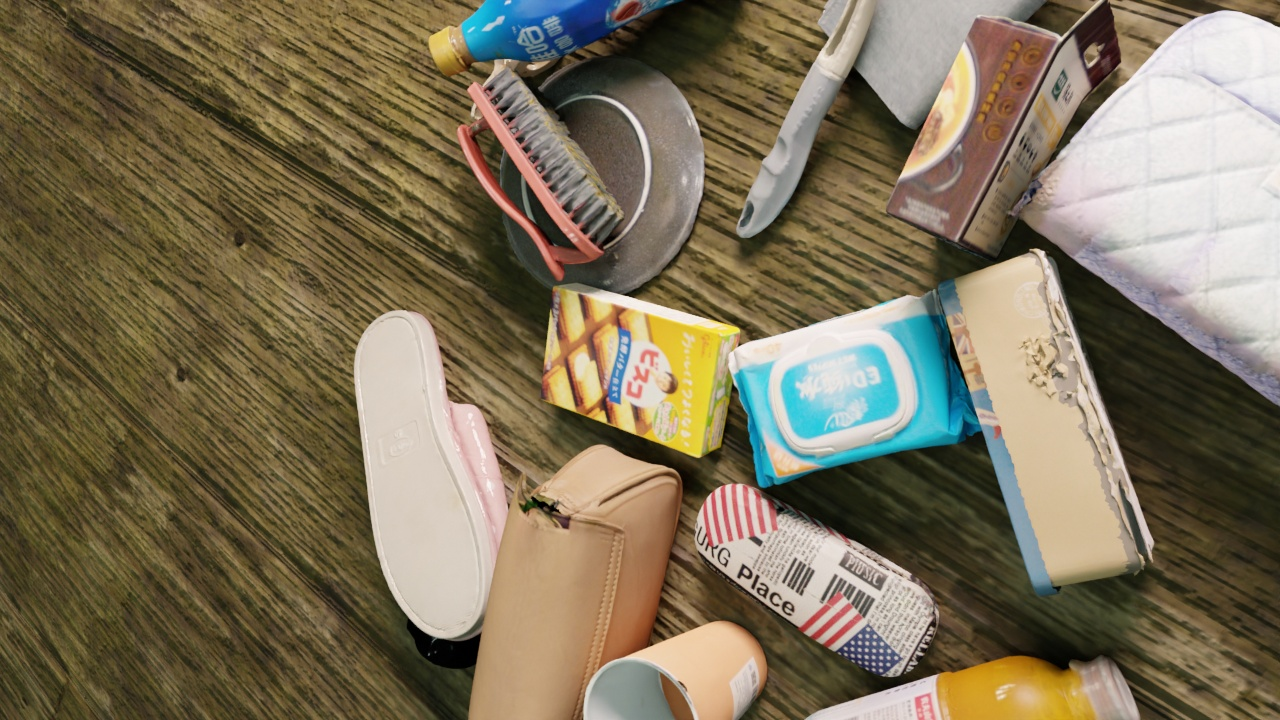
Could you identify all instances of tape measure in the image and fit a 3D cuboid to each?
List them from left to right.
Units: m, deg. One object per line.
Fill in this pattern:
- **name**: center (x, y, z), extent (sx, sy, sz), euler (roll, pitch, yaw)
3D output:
- **tape measure**: center (-0.147, 0.211, 0.717), extent (0.057, 0.057, 0.039), euler (31, 106, 50)

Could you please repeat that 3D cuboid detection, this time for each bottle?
- **bottle**: center (-0.040, -0.245, 0.611), extent (0.219, 0.065, 0.065), euler (-17, 82, 15)
- **bottle**: center (0.179, 0.213, 0.520), extent (0.190, 0.068, 0.068), euler (-30, 77, 27)

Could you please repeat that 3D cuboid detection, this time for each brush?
- **brush**: center (-0.070, -0.125, 0.635), extent (0.069, 0.063, 0.145), euler (-38, 74, 14)

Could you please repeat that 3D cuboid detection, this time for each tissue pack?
- **tissue pack**: center (0.124, 0.019, 0.550), extent (0.140, 0.063, 0.090), euler (-18, 82, 29)

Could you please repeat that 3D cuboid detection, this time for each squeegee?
- **squeegee**: center (0.111, -0.179, 0.543), extent (0.246, 0.039, 0.247), euler (57, 140, 42)

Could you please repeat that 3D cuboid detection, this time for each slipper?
- **slipper**: center (-0.164, 0.085, 0.725), extent (0.114, 0.054, 0.274), euler (-32, 65, 24)

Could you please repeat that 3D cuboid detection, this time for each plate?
- **plate**: center (-0.037, -0.133, 0.664), extent (0.180, 0.024, 0.179), euler (1, 92, 30)

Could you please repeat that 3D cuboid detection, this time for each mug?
- **mug**: center (0.030, 0.208, 0.576), extent (0.078, 0.122, 0.078), euler (1, 92, 31)

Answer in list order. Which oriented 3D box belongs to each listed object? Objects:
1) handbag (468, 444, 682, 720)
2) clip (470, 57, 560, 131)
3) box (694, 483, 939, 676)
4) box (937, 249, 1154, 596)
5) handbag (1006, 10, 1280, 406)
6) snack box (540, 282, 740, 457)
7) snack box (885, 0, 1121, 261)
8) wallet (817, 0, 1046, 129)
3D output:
- **handbag**: center (-0.047, 0.159, 0.606), extent (0.100, 0.147, 0.204), euler (15, 94, 27)
- **clip**: center (-0.102, -0.234, 0.695), extent (0.103, 0.034, 0.092), euler (-33, 79, 35)
- **box**: center (0.108, 0.134, 0.580), extent (0.164, 0.057, 0.071), euler (31, 123, 27)
- **box**: center (0.215, 0.036, 0.482), extent (0.060, 0.089, 0.184), euler (-18, 78, 28)
- **handbag**: center (0.296, -0.066, 0.429), extent (0.194, 0.075, 0.134), euler (43, 98, 22)
- **snack box**: center (-0.004, 0.004, 0.635), extent (0.140, 0.033, 0.087), euler (17, 109, 28)
- **snack box**: center (0.191, -0.118, 0.478), extent (0.053, 0.113, 0.126), euler (30, 105, 26)
- **wallet**: center (0.174, -0.217, 0.528), extent (0.130, 0.036, 0.106), euler (-46, 68, 35)
